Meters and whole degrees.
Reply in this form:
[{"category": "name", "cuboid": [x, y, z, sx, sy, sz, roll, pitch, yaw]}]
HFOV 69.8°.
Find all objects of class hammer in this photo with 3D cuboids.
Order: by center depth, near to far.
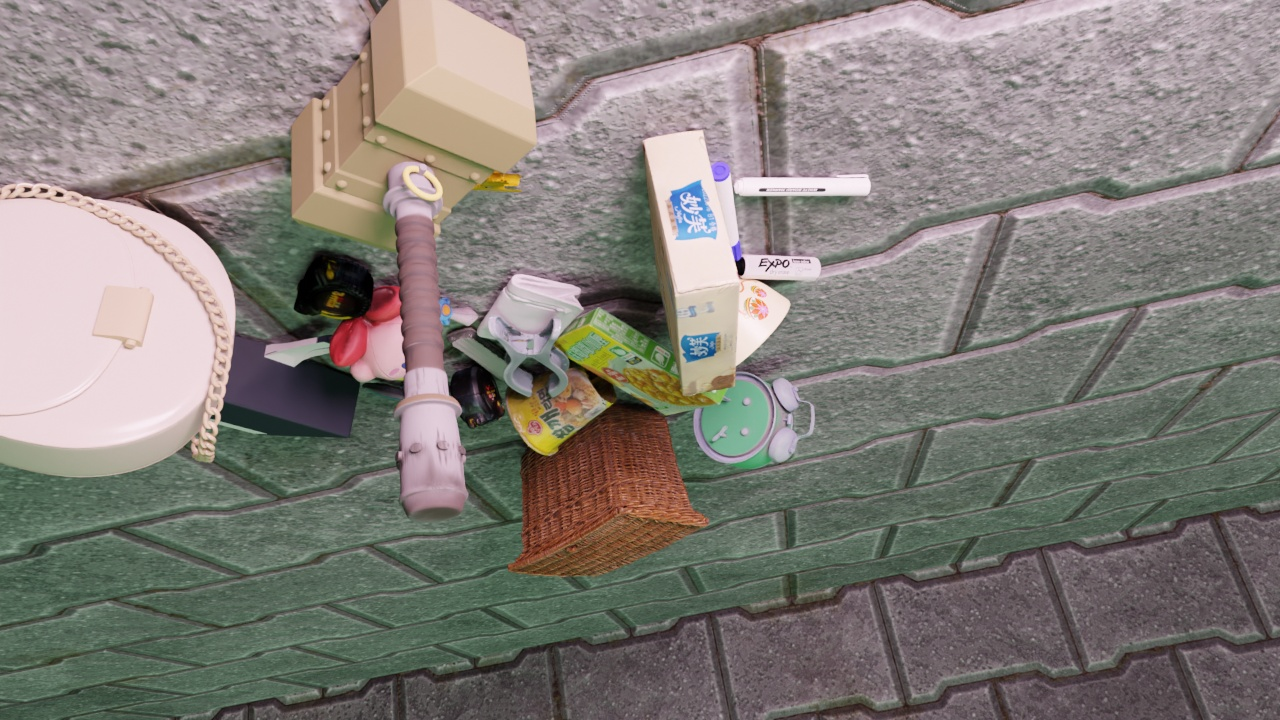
[{"category": "hammer", "cuboid": [-0.146, -0.054, 0.601, 0.100, 0.324, 0.191, 15, 145, -42]}]

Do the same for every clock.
[{"category": "clock", "cuboid": [0.150, 0.078, 1.204, 0.162, 0.121, 0.075, -5, 163, 35]}]

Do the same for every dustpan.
[{"category": "dustpan", "cuboid": [-0.417, 0.018, 0.982, 0.274, 0.080, 0.236, -2, 162, 33]}]

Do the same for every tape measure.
[{"category": "tape measure", "cuboid": [-0.282, -0.068, 0.857, 0.062, 0.038, 0.067, 16, 142, -29]}, {"category": "tape measure", "cuboid": [-0.193, 0.043, 1.079, 0.042, 0.072, 0.071, -15, -177, 15]}]

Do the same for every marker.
[{"category": "marker", "cuboid": [0.150, -0.162, 0.847, 0.133, 0.017, 0.020, -3, 117, -15]}, {"category": "marker", "cuboid": [0.081, -0.137, 0.867, 0.020, 0.020, 0.141, -13, 154, 5]}, {"category": "marker", "cuboid": [0.129, -0.098, 0.961, 0.125, 0.025, 0.025, 0, 153, -20]}]

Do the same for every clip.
[{"category": "clip", "cuboid": [-0.121, -0.149, 0.757, 0.053, 0.035, 0.046, 1, 160, -19]}, {"category": "clip", "cuboid": [-0.132, -0.003, 0.994, 0.108, 0.028, 0.163, 2, 153, -2]}]

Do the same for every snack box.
[{"category": "snack box", "cuboid": [0.046, -0.078, 0.821, 0.055, 0.153, 0.208, -11, 155, -1]}, {"category": "snack box", "cuboid": [-0.006, 0.006, 0.997, 0.168, 0.027, 0.132, 31, 161, -17]}]

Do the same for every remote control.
[{"category": "remote control", "cuboid": [-0.175, -0.005, 1.052, 0.033, 0.013, 0.136, -16, 155, 15]}]

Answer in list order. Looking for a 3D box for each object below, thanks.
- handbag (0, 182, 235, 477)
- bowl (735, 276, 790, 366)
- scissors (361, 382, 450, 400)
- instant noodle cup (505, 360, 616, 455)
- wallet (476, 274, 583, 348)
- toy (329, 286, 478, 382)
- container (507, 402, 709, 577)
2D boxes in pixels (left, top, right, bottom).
[{"category": "handbag", "cuboid": [-0.426, -0.018, 0.705, 0.208, 0.210, 0.104, 10, 149, -22]}, {"category": "bowl", "cuboid": [0.091, -0.049, 0.980, 0.074, 0.117, 0.118, 45, 134, -9]}, {"category": "scissors", "cuboid": [-0.267, 0.035, 1.093, 0.149, 0.019, 0.123, -3, 150, -26]}, {"category": "instant noodle cup", "cuboid": [-0.092, 0.049, 1.111, 0.108, 0.102, 0.102, -30, 149, 19]}, {"category": "wallet", "cuboid": [-0.116, -0.052, 0.962, 0.086, 0.032, 0.116, 15, 150, -27]}, {"category": "toy", "cuboid": [-0.242, -0.027, 0.939, 0.124, 0.097, 0.131, -53, 140, -3]}, {"category": "container", "cuboid": [-0.059, 0.180, 1.277, 0.162, 0.183, 0.251, 14, 144, -40]}]
